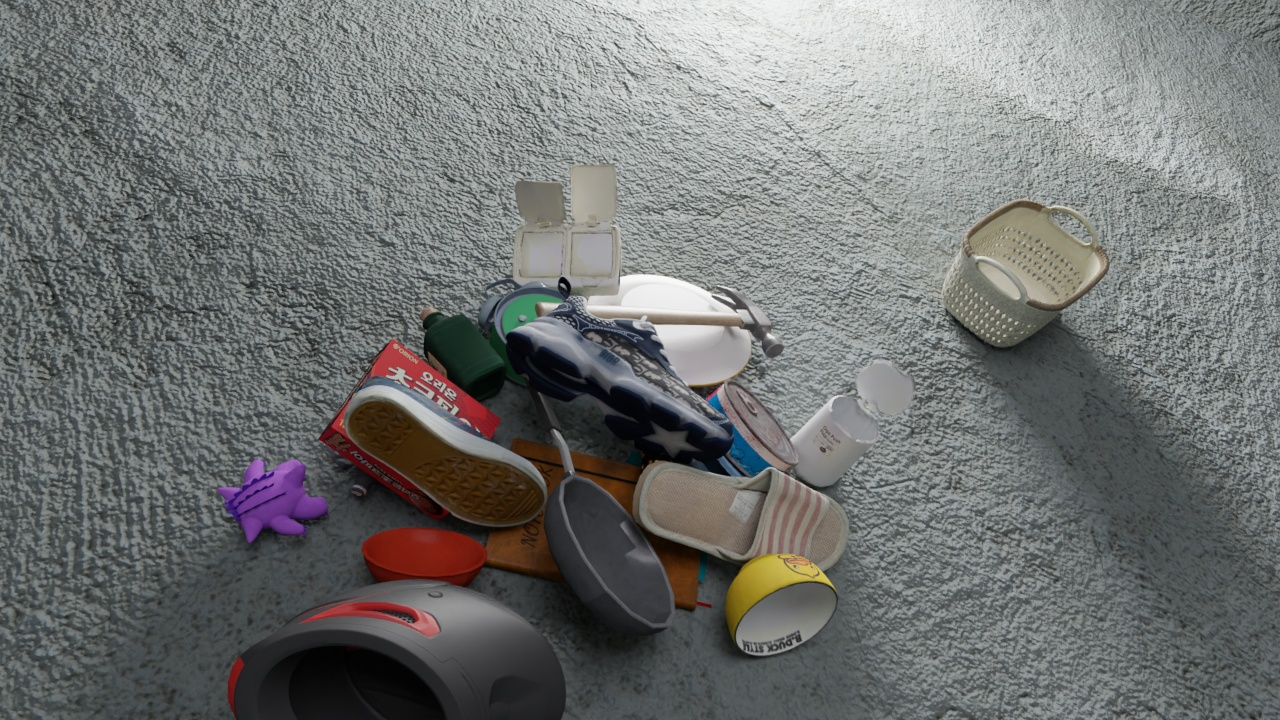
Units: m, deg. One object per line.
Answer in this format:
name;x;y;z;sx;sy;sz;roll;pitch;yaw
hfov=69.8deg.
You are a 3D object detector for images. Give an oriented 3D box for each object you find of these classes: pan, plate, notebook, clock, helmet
pan;-0.069;0.137;0.972;0.178;0.041;0.357;37;20;-50
plate;0.040;-0.050;1.219;0.229;0.021;0.229;10;39;-9
notebook;-0.037;0.176;1.032;0.249;0.014;0.178;14;48;-6
clock;-0.136;-0.045;1.146;0.121;0.076;0.161;-25;63;-33
helmet;-0.196;0.274;0.797;0.265;0.164;0.169;10;6;2

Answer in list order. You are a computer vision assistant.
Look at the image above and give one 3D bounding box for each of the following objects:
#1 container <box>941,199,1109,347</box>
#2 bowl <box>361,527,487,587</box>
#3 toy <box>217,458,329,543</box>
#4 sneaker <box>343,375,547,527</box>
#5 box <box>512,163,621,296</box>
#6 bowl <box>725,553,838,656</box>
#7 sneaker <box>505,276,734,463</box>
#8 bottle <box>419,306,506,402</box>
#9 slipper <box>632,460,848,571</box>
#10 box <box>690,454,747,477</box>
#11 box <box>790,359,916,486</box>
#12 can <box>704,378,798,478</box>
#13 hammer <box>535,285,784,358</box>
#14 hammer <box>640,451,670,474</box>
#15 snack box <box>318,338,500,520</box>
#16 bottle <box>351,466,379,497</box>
container;0.579;-0.132;1.400;0.245;0.143;0.184;-29;64;-34
bowl;-0.215;0.204;0.911;0.122;0.035;0.122;8;9;-2
toy;-0.374;0.139;0.930;0.087;0.056;0.106;-28;62;-30
sneaker;-0.202;0.094;0.955;0.235;0.087;0.079;35;12;-26
box;-0.099;-0.173;1.208;0.145;0.095;0.185;-2;91;1
bowl;0.140;0.247;0.965;0.117;0.117;0.067;-4;38;-20
sneaker;-0.006;0.006;1.011;0.269;0.103;0.132;29;56;8
bottle;-0.222;-0.014;1.103;0.061;0.061;0.131;-28;63;-31
slipper;0.119;0.170;1.000;0.262;0.052;0.115;16;84;-20
box;0.085;0.096;1.071;0.209;0.049;0.066;52;34;2
box;0.255;0.075;1.117;0.111;0.163;0.084;-22;66;-45
can;0.129;0.085;1.093;0.130;0.044;0.129;43;17;-17
hammer;0.023;-0.053;1.165;0.330;0.031;0.119;-1;44;-27
hammer;0.018;0.068;1.114;0.123;0.036;0.319;13;41;-7
snack box;-0.245;0.074;0.996;0.152;0.036;0.132;39;45;-18
bottle;-0.282;0.103;1.002;0.036;0.036;0.109;22;48;1
